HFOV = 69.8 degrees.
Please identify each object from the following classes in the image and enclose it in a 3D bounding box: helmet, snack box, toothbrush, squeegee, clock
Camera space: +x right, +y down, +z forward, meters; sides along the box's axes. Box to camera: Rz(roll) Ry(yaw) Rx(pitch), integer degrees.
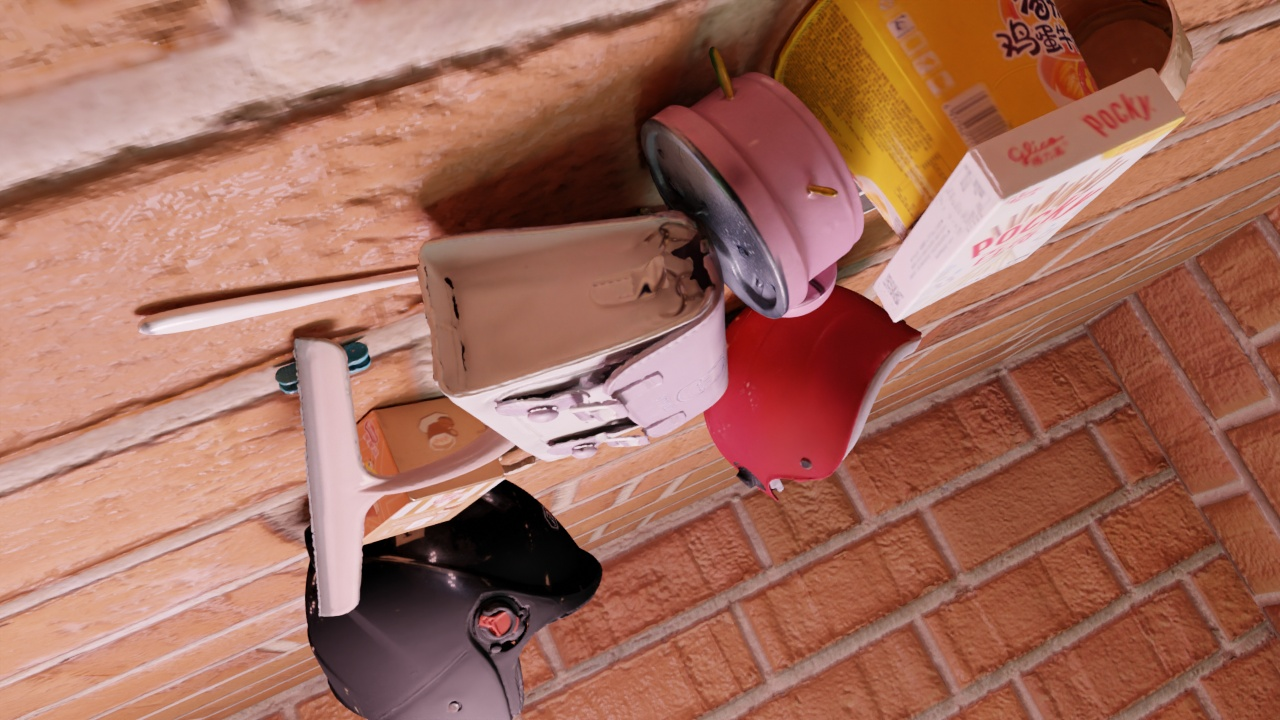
[{"bbox_3d":[0.135,0.016,0.872,0.206,0.144,0.241,-52,-179,-23],"label":"helmet"},{"bbox_3d":[0.168,-0.068,0.426,0.084,0.027,0.157,-25,167,-7],"label":"snack box"},{"bbox_3d":[-0.155,-0.032,0.464,0.179,0.016,0.016,-15,160,-37],"label":"toothbrush"},{"bbox_3d":[-0.107,0.052,0.636,0.248,0.040,0.248,-26,140,-37],"label":"squeegee"},{"bbox_3d":[-0.179,0.085,0.722,0.092,0.077,0.095,-9,159,-48],"label":"snack box"},{"bbox_3d":[0.058,-0.079,0.474,0.059,0.117,0.158,-36,166,-7],"label":"clock"},{"bbox_3d":[-0.183,0.212,0.873,0.274,0.230,0.233,-26,-164,-9],"label":"helmet"}]

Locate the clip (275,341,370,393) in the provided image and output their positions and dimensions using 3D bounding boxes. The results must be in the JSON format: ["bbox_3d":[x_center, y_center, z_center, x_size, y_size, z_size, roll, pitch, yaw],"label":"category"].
[{"bbox_3d":[-0.188,0.005,0.546,0.056,0.014,0.043,-19,165,-19],"label":"clip"}]

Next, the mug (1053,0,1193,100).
[{"bbox_3d":[0.266,-0.181,0.565,0.125,0.084,0.103,-6,-178,37],"label":"mug"}]

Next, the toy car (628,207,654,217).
[{"bbox_3d":[0.018,-0.067,0.573,0.091,0.036,0.043,-4,143,-37],"label":"toy car"}]

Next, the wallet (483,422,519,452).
[{"bbox_3d":[-0.109,0.045,0.802,0.125,0.032,0.101,-35,161,29],"label":"wallet"}]

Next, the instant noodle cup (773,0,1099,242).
[{"bbox_3d":[0.153,-0.131,0.456,0.138,0.109,0.138,-26,167,-7],"label":"instant noodle cup"}]

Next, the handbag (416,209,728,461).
[{"bbox_3d":[-0.022,-0.006,0.512,0.145,0.098,0.197,-17,166,3],"label":"handbag"}]

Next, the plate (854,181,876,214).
[{"bbox_3d":[0.154,-0.118,0.626,0.179,0.024,0.179,-24,175,-3],"label":"plate"}]

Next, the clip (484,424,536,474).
[{"bbox_3d":[-0.143,0.080,0.770,0.103,0.035,0.093,-14,162,6],"label":"clip"}]
